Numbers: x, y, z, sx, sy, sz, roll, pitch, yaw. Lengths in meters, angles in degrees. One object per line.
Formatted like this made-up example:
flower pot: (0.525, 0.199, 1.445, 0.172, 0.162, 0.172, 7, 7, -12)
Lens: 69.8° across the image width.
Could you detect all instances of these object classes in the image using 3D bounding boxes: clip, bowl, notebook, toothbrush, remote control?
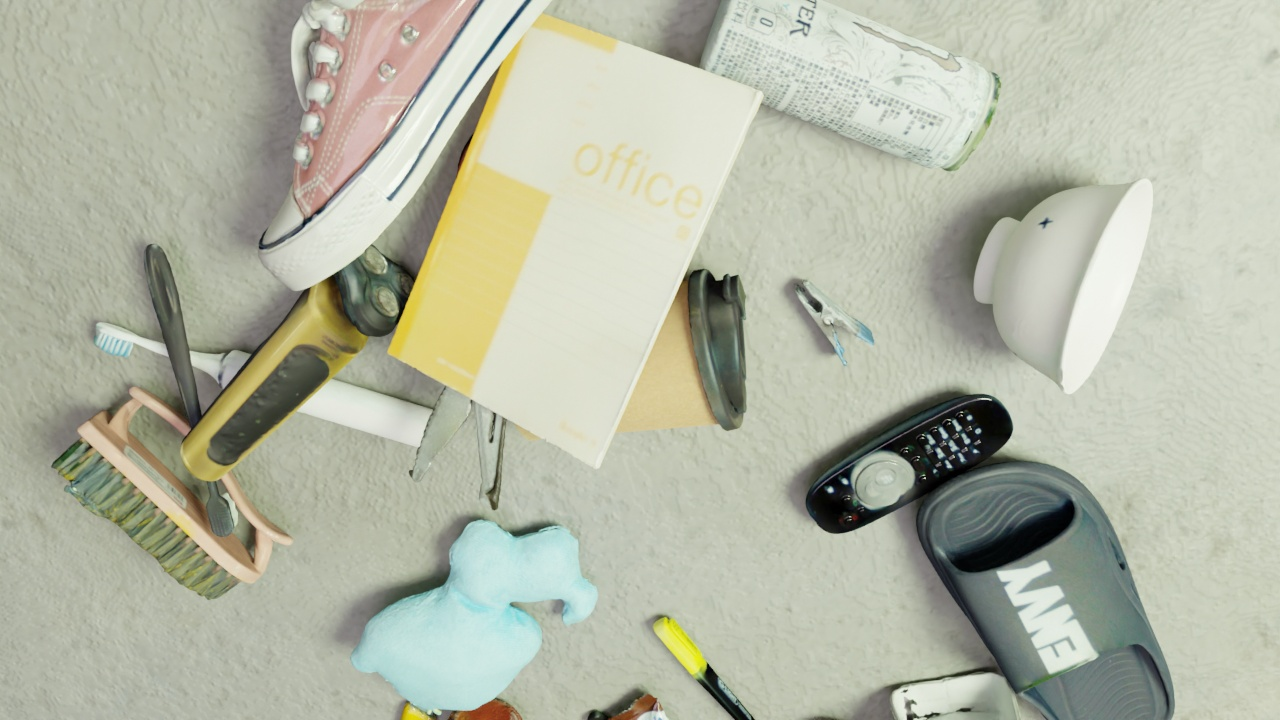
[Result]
clip: (0.113, -0.026, 0.546, 0.058, 0.027, 0.044, 44, 114, -10)
bowl: (0.224, -0.048, 0.503, 0.065, 0.118, 0.118, 24, 117, 35)
notebook: (-0.041, -0.067, 0.484, 0.146, 0.010, 0.206, 27, 98, 19)
toothbrush: (-0.228, 0.014, 0.570, 0.221, 0.026, 0.026, 17, 95, -5)
remote control: (0.166, 0.063, 0.578, 0.136, 0.024, 0.053, -32, 113, 14)
toothbrush: (-0.270, 0.020, 0.552, 0.015, 0.018, 0.181, -9, 102, 1)

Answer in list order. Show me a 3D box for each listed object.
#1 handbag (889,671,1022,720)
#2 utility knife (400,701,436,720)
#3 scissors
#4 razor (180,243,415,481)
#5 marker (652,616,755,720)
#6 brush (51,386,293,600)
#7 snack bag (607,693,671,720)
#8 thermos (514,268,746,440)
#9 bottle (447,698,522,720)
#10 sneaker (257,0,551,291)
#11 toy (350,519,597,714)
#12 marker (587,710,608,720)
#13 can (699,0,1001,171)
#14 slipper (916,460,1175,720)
handbag: (0.238, 0.335, 0.620, 0.098, 0.144, 0.197, -11, 112, 9)
utility knife: (-0.181, 0.311, 0.693, 0.033, 0.015, 0.178, 15, 111, -7)
scissors: (-0.071, -0.032, 0.508, 0.225, 0.015, 0.189, -32, 79, 16)
razor: (-0.200, 0.004, 0.531, 0.167, 0.067, 0.062, -45, 131, 2)
marker: (0.051, 0.226, 0.650, 0.015, 0.018, 0.124, -32, 108, 19)
brush: (-0.295, 0.089, 0.588, 0.073, 0.063, 0.145, -44, 108, -14)
snack bag: (0.023, 0.286, 0.671, 0.045, 0.026, 0.105, -37, 104, 18)
thermos: (-0.003, 0.003, 0.530, 0.143, 0.092, 0.093, -11, 111, 15)
bottle: (-0.116, 0.349, 0.684, 0.060, 0.059, 0.206, 3, 112, 0)
sneaker: (-0.133, -0.146, 0.463, 0.088, 0.118, 0.241, 34, 104, -30)
toy: (-0.112, 0.179, 0.621, 0.161, 0.049, 0.156, 5, 105, -8)
marker: (0.003, 0.304, 0.685, 0.018, 0.015, 0.124, -39, 104, 11)
can: (0.106, -0.149, 0.477, 0.146, 0.058, 0.058, 19, 111, -5)
slipper: (0.278, 0.175, 0.587, 0.111, 0.083, 0.268, -32, 111, 14)
